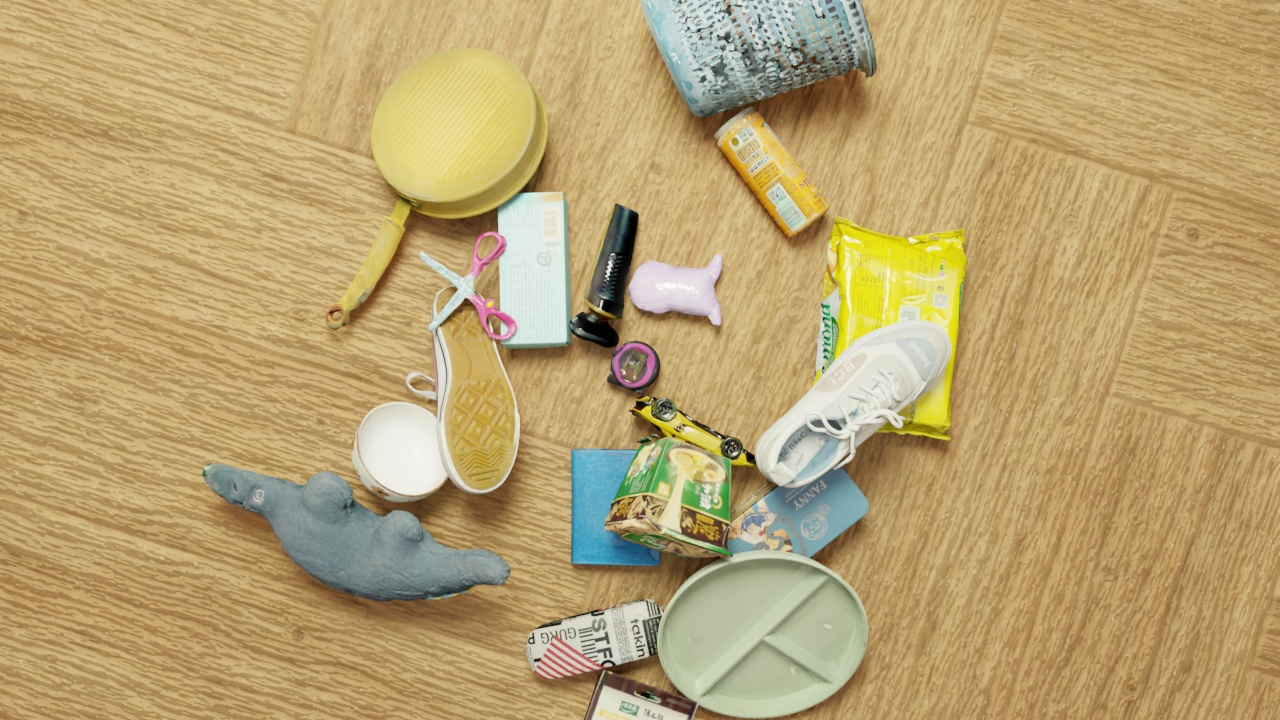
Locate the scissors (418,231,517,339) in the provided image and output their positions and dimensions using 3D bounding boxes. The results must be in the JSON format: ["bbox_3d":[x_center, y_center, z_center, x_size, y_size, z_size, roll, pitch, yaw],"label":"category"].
[{"bbox_3d":[-0.183,-0.080,0.998,0.133,0.017,0.133,37,84,-8],"label":"scissors"}]

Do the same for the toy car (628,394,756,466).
[{"bbox_3d":[0.061,0.082,1.025,0.156,0.071,0.041,29,88,0],"label":"toy car"}]

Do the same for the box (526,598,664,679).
[{"bbox_3d":[-0.049,0.315,1.033,0.164,0.060,0.072,-17,106,0],"label":"box"}]

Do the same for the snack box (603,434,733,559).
[{"bbox_3d":[0.038,0.146,0.978,0.117,0.118,0.105,22,71,-19],"label":"snack box"}]

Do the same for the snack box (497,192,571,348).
[{"bbox_3d":[-0.119,-0.102,1.037,0.074,0.051,0.175,-1,89,3],"label":"snack box"}]

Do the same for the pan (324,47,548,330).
[{"bbox_3d":[-0.247,-0.186,1.022,0.198,0.078,0.357,35,83,19],"label":"pan"}]

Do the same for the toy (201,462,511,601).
[{"bbox_3d":[-0.310,0.197,1.003,0.356,0.138,0.091,19,46,6],"label":"toy"}]

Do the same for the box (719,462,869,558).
[{"bbox_3d":[0.168,0.177,1.029,0.184,0.062,0.090,-40,90,2],"label":"box"}]

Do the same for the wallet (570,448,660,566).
[{"bbox_3d":[-0.027,0.167,1.044,0.106,0.040,0.133,1,91,5],"label":"wallet"}]

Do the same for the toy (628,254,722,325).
[{"bbox_3d":[0.040,-0.084,1.042,0.108,0.039,0.083,4,78,6],"label":"toy"}]

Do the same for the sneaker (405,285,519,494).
[{"bbox_3d":[-0.194,0.038,1.021,0.118,0.088,0.240,-5,68,-22],"label":"sneaker"}]

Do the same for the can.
[{"bbox_3d":[0.147,-0.210,1.032,0.058,0.058,0.146,-37,90,0],"label":"can"}]

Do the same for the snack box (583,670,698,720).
[{"bbox_3d":[-0.008,0.417,1.033,0.113,0.053,0.125,20,90,0],"label":"snack box"}]

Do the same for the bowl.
[{"bbox_3d":[-0.272,0.109,1.023,0.113,0.113,0.062,52,132,1],"label":"bowl"}]

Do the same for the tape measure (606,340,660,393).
[{"bbox_3d":[-0.006,0.006,1.041,0.057,0.039,0.058,23,90,1],"label":"tape measure"}]

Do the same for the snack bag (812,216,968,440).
[{"bbox_3d":[0.281,-0.031,1.026,0.158,0.068,0.246,6,89,0],"label":"snack bag"}]

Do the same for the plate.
[{"bbox_3d":[0.133,0.300,1.005,0.230,0.027,0.230,0,114,0],"label":"plate"}]

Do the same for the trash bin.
[{"bbox_3d":[0.115,-0.366,0.971,0.195,0.226,0.226,-23,89,13],"label":"trash bin"}]

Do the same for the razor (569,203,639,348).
[{"bbox_3d":[-0.037,-0.099,1.038,0.062,0.068,0.167,18,80,-27],"label":"razor"}]

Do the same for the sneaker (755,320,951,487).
[{"bbox_3d":[0.221,0.044,0.947,0.242,0.090,0.089,-40,92,4],"label":"sneaker"}]
